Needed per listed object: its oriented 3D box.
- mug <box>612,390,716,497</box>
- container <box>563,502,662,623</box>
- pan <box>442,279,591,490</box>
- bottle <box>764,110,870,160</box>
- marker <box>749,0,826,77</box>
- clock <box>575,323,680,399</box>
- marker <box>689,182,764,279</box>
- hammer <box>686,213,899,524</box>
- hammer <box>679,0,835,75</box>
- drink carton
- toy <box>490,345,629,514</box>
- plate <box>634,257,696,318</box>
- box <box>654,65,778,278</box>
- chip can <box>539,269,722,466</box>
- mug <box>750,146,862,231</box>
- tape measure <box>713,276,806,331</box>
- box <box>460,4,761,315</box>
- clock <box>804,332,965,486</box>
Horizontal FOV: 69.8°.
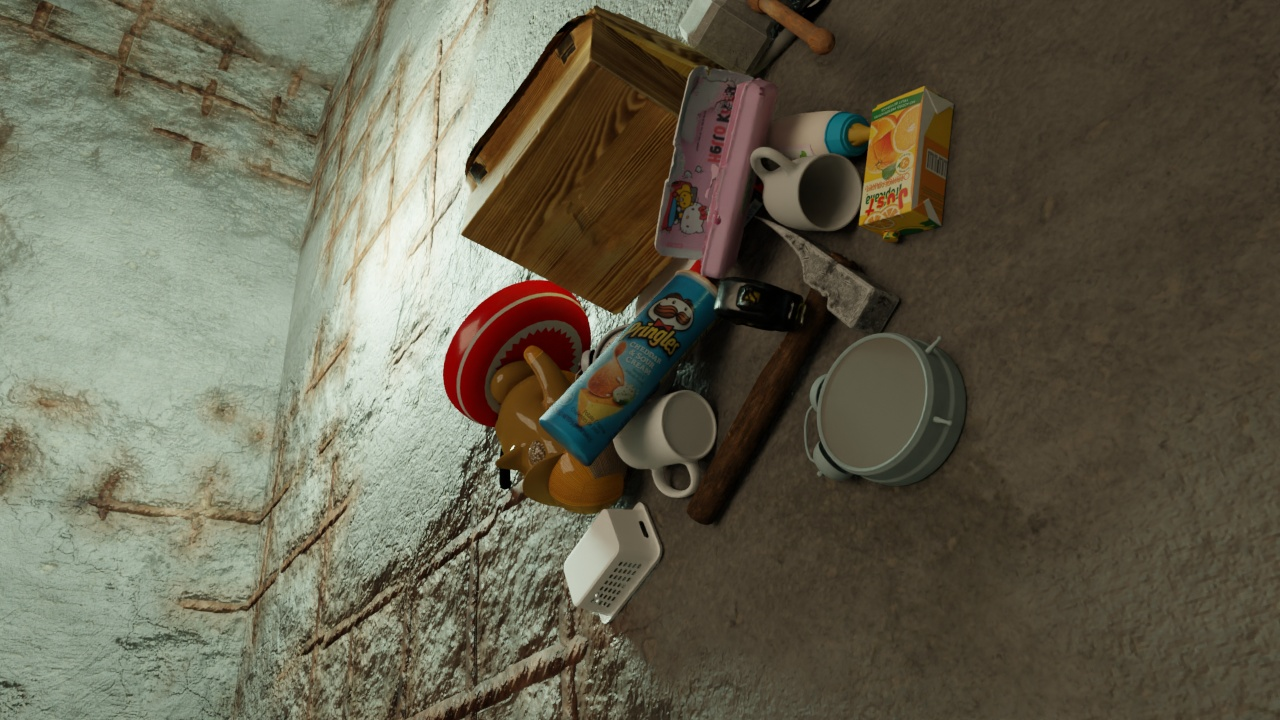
[{"bbox_3d":[0.030,0.093,0.982,0.091,0.073,0.110,-19,86,53],"label":"mug"},{"bbox_3d":[-0.036,0.225,1.031,0.129,0.049,0.080,-56,36,26],"label":"container"},{"bbox_3d":[-0.162,0.055,1.221,0.067,0.208,0.357,40,136,37],"label":"pan"},{"bbox_3d":[0.181,-0.218,0.900,0.146,0.051,0.051,18,91,58],"label":"bottle"},{"bbox_3d":[0.161,-0.363,1.035,0.139,0.016,0.022,-40,16,44],"label":"marker"},{"bbox_3d":[-0.018,0.009,1.049,0.123,0.035,0.094,-25,71,10],"label":"clock"},{"bbox_3d":[0.094,-0.132,1.011,0.023,0.021,0.145,45,112,16],"label":"marker"},{"bbox_3d":[0.109,0.015,0.918,0.301,0.037,0.217,-63,33,17],"label":"hammer"},{"bbox_3d":[0.140,-0.357,0.938,0.163,0.083,0.317,-56,24,22],"label":"hammer"},{"bbox_3d":[0.233,-0.169,0.805,0.058,0.041,0.122,-8,69,56],"label":"drink carton"},{"bbox_3d":[-0.095,0.103,1.094,0.203,0.162,0.199,46,147,42],"label":"toy"},{"bbox_3d":[0.036,-0.074,1.095,0.135,0.011,0.134,-31,51,47],"label":"plate"},{"bbox_3d":[0.070,-0.194,0.942,0.087,0.095,0.202,-42,-32,-61],"label":"box"},{"bbox_3d":[-0.006,0.006,0.965,0.229,0.080,0.080,-47,26,-18],"label":"chip can"},{"bbox_3d":[0.145,-0.170,0.883,0.071,0.107,0.089,-59,23,-5],"label":"mug"},{"bbox_3d":[0.105,-0.052,0.852,0.072,0.071,0.042,14,92,65],"label":"tape measure"},{"bbox_3d":[-0.051,-0.251,1.079,0.280,0.257,0.215,-42,35,38],"label":"box"},{"bbox_3d":[0.194,0.043,0.763,0.160,0.045,0.122,-28,52,47],"label":"clock"}]
